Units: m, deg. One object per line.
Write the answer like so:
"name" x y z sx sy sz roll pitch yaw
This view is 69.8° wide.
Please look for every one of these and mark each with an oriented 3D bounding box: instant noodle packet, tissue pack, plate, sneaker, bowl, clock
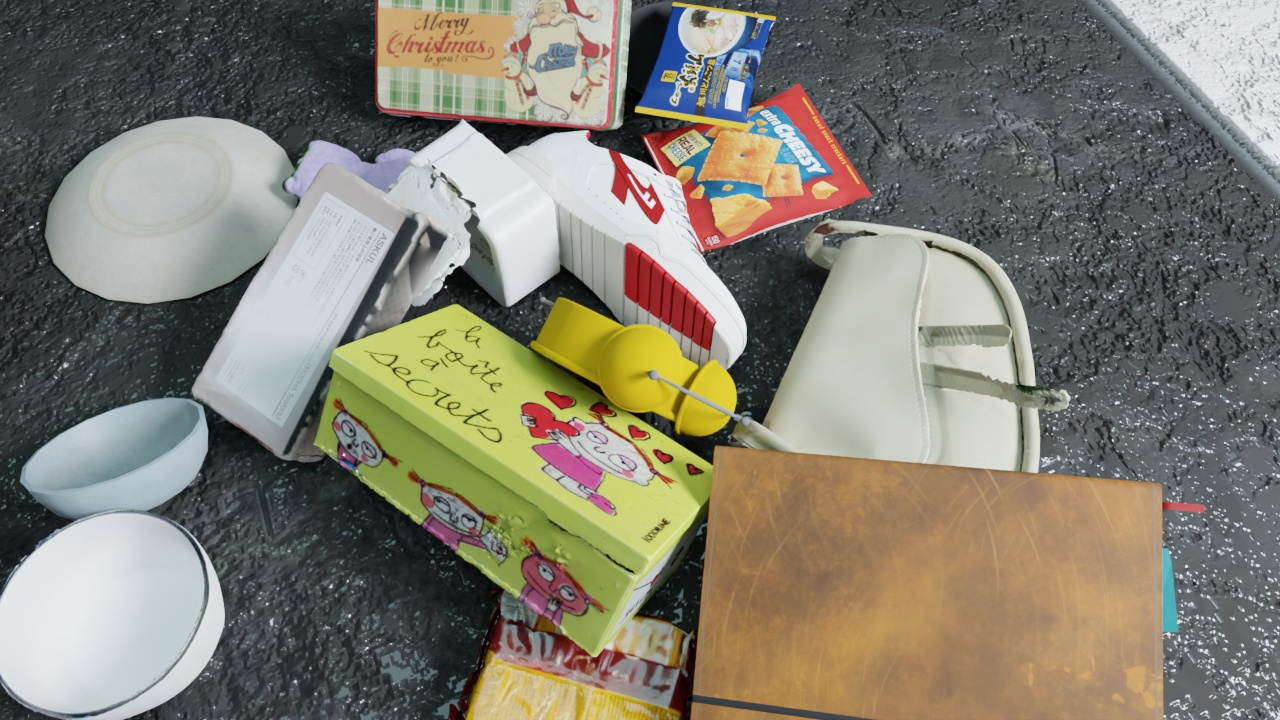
"instant noodle packet" 0.054 -0.237 0.732 0.087 0.026 0.134 11 59 8
"tissue pack" -0.212 -0.034 0.616 0.104 0.071 0.181 30 95 18
"plate" -0.366 -0.129 0.712 0.189 0.027 0.188 1 59 -2
"sneaker" 0.005 -0.095 0.679 0.104 0.090 0.236 -38 63 -26
"instant noodle packet" -0.037 0.187 0.532 0.135 0.040 0.098 14 58 3
"bowl" 0.033 -0.244 0.782 0.124 0.053 0.123 1 59 -2
"bowl" -0.295 0.150 0.526 0.116 0.066 0.116 1 59 -2
"bowl" -0.321 0.067 0.575 0.106 0.039 0.106 -8 28 4
"clock" -0.004 0.003 0.587 0.152 0.113 0.052 26 89 47

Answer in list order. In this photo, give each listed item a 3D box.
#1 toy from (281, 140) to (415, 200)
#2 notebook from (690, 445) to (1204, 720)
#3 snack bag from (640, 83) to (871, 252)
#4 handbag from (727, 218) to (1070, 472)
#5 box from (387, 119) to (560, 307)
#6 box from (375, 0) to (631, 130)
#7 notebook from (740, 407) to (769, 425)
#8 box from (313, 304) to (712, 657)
"toy" -0.222 -0.146 0.725 0.099 0.037 0.080 12 49 -1
"notebook" 0.156 0.144 0.484 0.249 0.014 0.178 4 79 11
"snack bag" 0.090 -0.156 0.739 0.144 0.039 0.130 -19 62 -7
"handbag" 0.168 0.002 0.588 0.184 0.132 0.228 18 57 14
"box" -0.139 -0.084 0.653 0.110 0.103 0.130 41 68 19
"box" -0.111 -0.246 0.730 0.206 0.050 0.118 9 103 13
"notebook" 0.149 0.122 0.592 0.149 0.016 0.206 -2 59 -5
"box" -0.073 0.060 0.553 0.221 0.082 0.124 34 28 16
